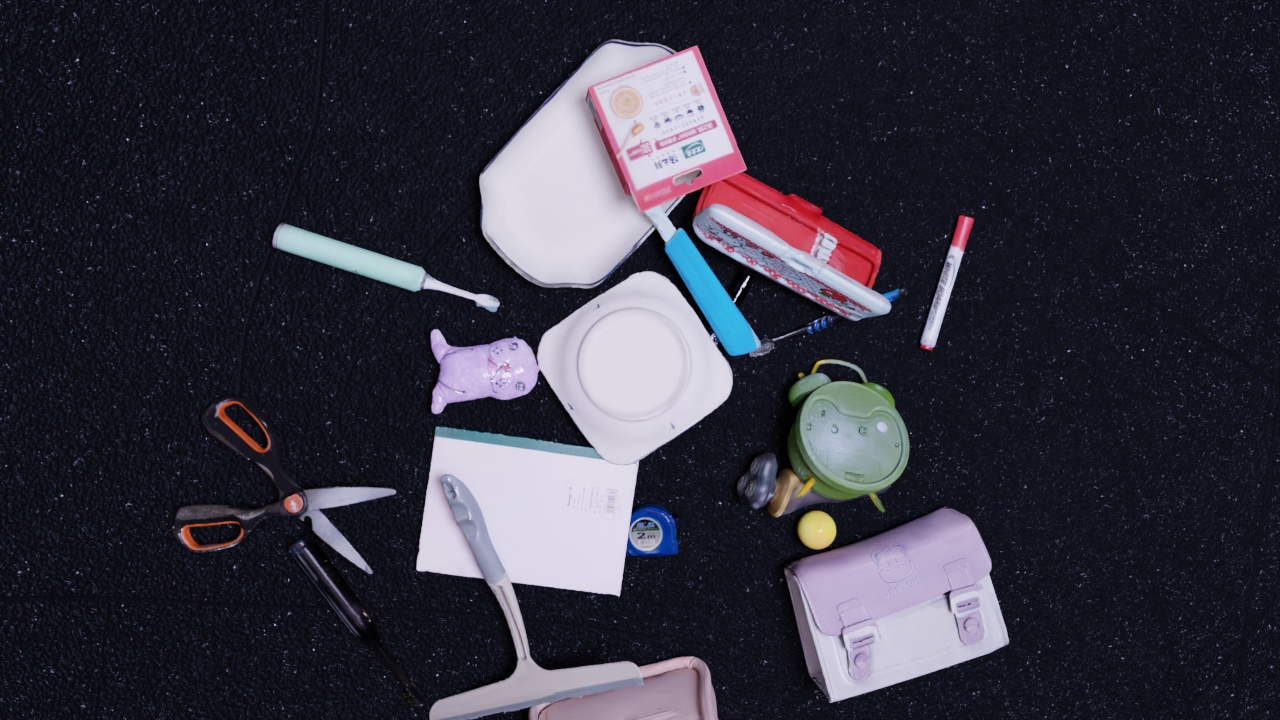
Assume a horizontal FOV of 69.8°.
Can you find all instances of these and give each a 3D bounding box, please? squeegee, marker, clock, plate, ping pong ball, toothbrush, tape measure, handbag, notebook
[{"bbox_3d":[-0.144,0.223,0.910,0.247,0.039,0.246,-19,94,21],"label":"squeegee"},{"bbox_3d":[0.324,-0.081,0.971,0.017,0.017,0.145,16,92,-8],"label":"marker"},{"bbox_3d":[0.206,0.069,0.931,0.116,0.056,0.161,11,61,-10],"label":"clock"},{"bbox_3d":[-0.005,0.005,0.915,0.164,0.034,0.163,-35,84,-3],"label":"plate"},{"bbox_3d":[0.085,-0.045,0.944,0.020,0.022,0.132,30,92,-22],"label":"marker"},{"bbox_3d":[0.185,0.178,0.963,0.040,0.040,0.040,0,94,-7],"label":"ping pong ball"},{"bbox_3d":[0.196,-0.040,0.961,0.189,0.016,0.014,-21,104,-6],"label":"toothbrush"},{"bbox_3d":[-0.282,0.265,0.925,0.027,0.026,0.212,-28,100,31],"label":"toothbrush"},{"bbox_3d":[-0.247,-0.089,0.900,0.224,0.027,0.026,17,60,-8],"label":"toothbrush"},{"bbox_3d":[0.011,0.176,0.950,0.058,0.025,0.054,-3,93,5],"label":"tape measure"},{"bbox_3d":[0.263,0.252,0.954,0.197,0.098,0.145,-17,91,-6],"label":"handbag"},{"bbox_3d":[-0.007,0.376,0.858,0.193,0.234,0.093,-15,94,-5],"label":"handbag"},{"bbox_3d":[-0.040,-0.192,0.912,0.162,0.034,0.265,42,89,-8],"label":"plate"},{"bbox_3d":[-0.114,0.153,0.931,0.209,0.012,0.150,8,94,-1],"label":"notebook"}]

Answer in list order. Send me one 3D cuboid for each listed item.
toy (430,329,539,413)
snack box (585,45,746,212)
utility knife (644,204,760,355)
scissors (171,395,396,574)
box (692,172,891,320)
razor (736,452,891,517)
[{"bbox_3d":[-0.155,0.008,0.912,0.108,0.039,0.084,-4,86,-5],"label":"toy"},{"bbox_3d":[0.024,-0.215,0.872,0.113,0.044,0.127,-22,92,-7],"label":"snack box"},{"bbox_3d":[0.052,-0.092,0.911,0.034,0.018,0.209,-34,101,-2],"label":"utility knife"},{"bbox_3d":[-0.355,0.128,0.889,0.221,0.021,0.230,-25,88,5],"label":"scissors"},{"bbox_3d":[0.153,-0.118,0.894,0.201,0.100,0.112,27,70,-9],"label":"box"},{"bbox_3d":[0.185,0.124,0.955,0.167,0.062,0.067,-4,93,-12],"label":"razor"}]
